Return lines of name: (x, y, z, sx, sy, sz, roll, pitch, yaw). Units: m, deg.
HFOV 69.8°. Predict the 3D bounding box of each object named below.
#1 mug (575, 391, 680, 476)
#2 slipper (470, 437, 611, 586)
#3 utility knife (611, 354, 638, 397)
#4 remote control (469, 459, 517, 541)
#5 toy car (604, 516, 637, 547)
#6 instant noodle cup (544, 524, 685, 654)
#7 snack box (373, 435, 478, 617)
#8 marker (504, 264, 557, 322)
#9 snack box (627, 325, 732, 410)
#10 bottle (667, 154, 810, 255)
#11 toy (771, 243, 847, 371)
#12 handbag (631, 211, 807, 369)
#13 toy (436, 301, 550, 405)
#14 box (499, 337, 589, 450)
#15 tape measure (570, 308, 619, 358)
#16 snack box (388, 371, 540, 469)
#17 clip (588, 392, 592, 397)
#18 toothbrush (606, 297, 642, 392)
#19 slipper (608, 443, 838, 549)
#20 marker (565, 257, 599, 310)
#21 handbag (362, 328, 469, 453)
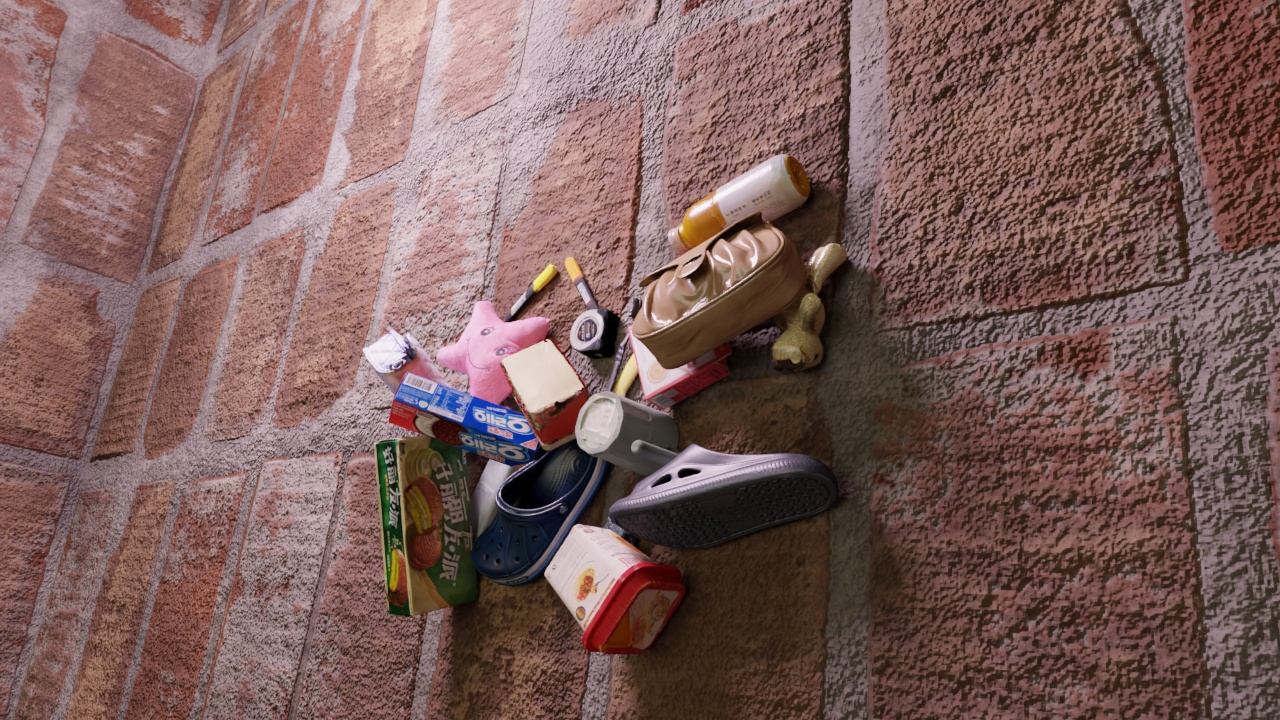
mug: (-0.004, 0.095, 1.107, 0.124, 0.103, 0.083, 28, 91, 47)
slipper: (-0.138, 0.193, 1.199, 0.253, 0.095, 0.105, -49, 43, 10)
utility knife: (-0.007, 0.007, 1.211, 0.031, 0.018, 0.152, 38, 102, 41)
remote control: (-0.217, 0.193, 1.322, 0.056, 0.020, 0.136, 26, 91, 47)
toy car: (-0.030, 0.226, 1.125, 0.049, 0.031, 0.105, 11, 81, 46)
instant noodle cup: (-0.034, 0.256, 1.046, 0.124, 0.116, 0.117, 36, 98, 37)
snack box: (-0.297, 0.223, 1.270, 0.063, 0.114, 0.240, -10, 83, 40)
marker: (-0.170, -0.102, 1.414, 0.124, 0.015, 0.018, -45, 46, 24)
snack box: (0.056, -0.017, 1.138, 0.127, 0.044, 0.113, -29, 54, 22)
bottle: (0.117, -0.187, 1.142, 0.190, 0.068, 0.068, -25, 56, 33)
toy: (0.191, -0.060, 1.029, 0.157, 0.066, 0.105, -68, 15, -10)
handbag: (0.082, -0.085, 1.044, 0.205, 0.100, 0.147, -30, 29, 20)
toy: (-0.210, -0.016, 1.366, 0.178, 0.074, 0.194, -35, 60, 2)
box: (-0.128, 0.035, 1.224, 0.091, 0.079, 0.168, -26, 33, -10)
tape measure: (-0.064, -0.037, 1.272, 0.066, 0.033, 0.065, -2, 69, 40)
snack box: (-0.235, 0.085, 1.256, 0.057, 0.207, 0.058, -76, 9, -45)
clip: (-0.066, 0.067, 1.242, 0.038, 0.013, 0.055, -43, 47, 20)
toothbrush: (-0.031, -0.001, 1.224, 0.014, 0.016, 0.188, -3, 63, 51)
slipper: (0.091, 0.140, 1.011, 0.269, 0.110, 0.083, -19, 43, 31)
marker: (-0.083, -0.106, 1.335, 0.018, 0.015, 0.123, -45, 50, 22)
handbag: (-0.321, 0.044, 1.360, 0.075, 0.194, 0.134, -39, 39, -9)
